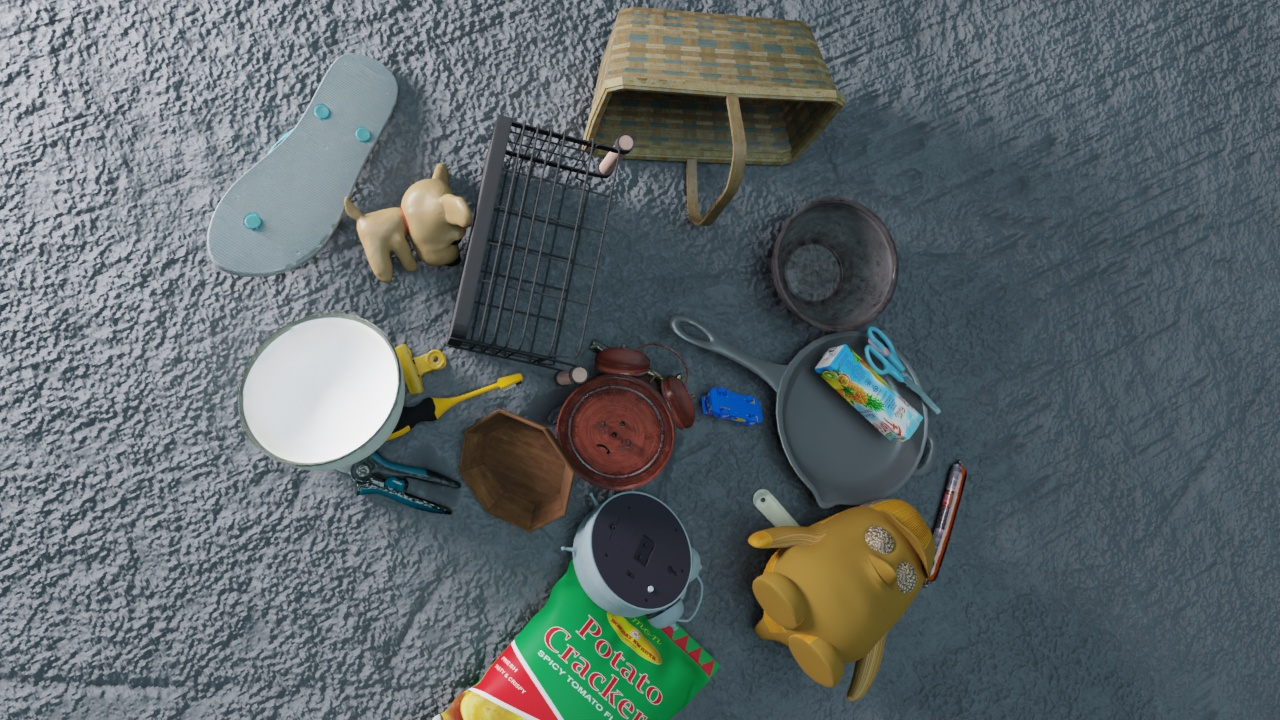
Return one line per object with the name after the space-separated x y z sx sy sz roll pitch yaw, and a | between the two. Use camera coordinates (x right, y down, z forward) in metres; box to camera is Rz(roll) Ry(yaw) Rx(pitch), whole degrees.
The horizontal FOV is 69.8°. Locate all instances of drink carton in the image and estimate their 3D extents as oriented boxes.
0.251 0.037 1.003 0.129 0.044 0.038 42 72 -9 | drink carton

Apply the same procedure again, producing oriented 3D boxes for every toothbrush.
-0.213 0.050 0.927 0.196 0.031 0.031 -20 59 -12 | toothbrush

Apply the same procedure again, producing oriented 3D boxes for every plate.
-0.120 0.107 0.921 0.131 0.025 0.131 9 114 21 | plate

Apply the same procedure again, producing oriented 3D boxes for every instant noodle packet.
-0.065 0.341 0.918 0.195 0.090 0.252 45 71 -6 | instant noodle packet

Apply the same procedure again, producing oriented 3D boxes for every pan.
0.181 0.037 1.016 0.354 0.024 0.216 27 76 -15 | pan

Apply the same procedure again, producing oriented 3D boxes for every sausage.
0.353 0.189 1.064 0.020 0.020 0.155 20 83 -12 | sausage

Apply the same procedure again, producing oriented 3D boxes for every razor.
-0.006 0.006 0.983 0.106 0.042 0.026 27 84 -1 | razor

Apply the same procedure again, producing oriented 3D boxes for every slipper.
-0.324 -0.185 0.911 0.098 0.055 0.268 33 69 -13 | slipper

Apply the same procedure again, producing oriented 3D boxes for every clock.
0.001 0.206 0.940 0.159 0.045 0.122 39 48 -13 | clock
-0.012 0.053 0.932 0.120 0.072 0.158 36 104 -2 | clock

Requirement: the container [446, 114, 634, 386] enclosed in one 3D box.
-0.101 -0.105 0.895 0.130 0.163 0.241 12 84 -13 | container

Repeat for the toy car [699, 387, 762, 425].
0.081 0.058 1.008 0.092 0.062 0.033 16 56 -37 | toy car

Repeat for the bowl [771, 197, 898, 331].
0.204 -0.102 1.017 0.145 0.067 0.145 1 87 -13 | bowl

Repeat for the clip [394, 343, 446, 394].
-0.222 0.004 0.941 0.047 0.039 0.053 -21 91 -9 | clip

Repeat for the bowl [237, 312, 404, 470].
-0.294 0.037 0.874 0.153 0.073 0.153 -2 67 4 | bowl

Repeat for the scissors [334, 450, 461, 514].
-0.255 0.125 0.922 0.129 0.019 0.137 -27 92 -13 | scissors

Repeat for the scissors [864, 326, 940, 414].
0.297 0.019 1.030 0.138 0.015 0.062 41 44 -13 | scissors

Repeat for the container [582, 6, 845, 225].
0.071 -0.243 0.952 0.249 0.158 0.186 -1 76 -14 | container

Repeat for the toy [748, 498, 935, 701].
0.226 0.225 0.957 0.203 0.163 0.198 -32 90 -22 | toy

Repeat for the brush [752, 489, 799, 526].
0.202 0.226 1.031 0.033 0.012 0.217 -44 96 -11 | brush

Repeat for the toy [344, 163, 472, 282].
-0.222 -0.132 0.904 0.108 0.134 0.106 -24 125 -8 | toy
